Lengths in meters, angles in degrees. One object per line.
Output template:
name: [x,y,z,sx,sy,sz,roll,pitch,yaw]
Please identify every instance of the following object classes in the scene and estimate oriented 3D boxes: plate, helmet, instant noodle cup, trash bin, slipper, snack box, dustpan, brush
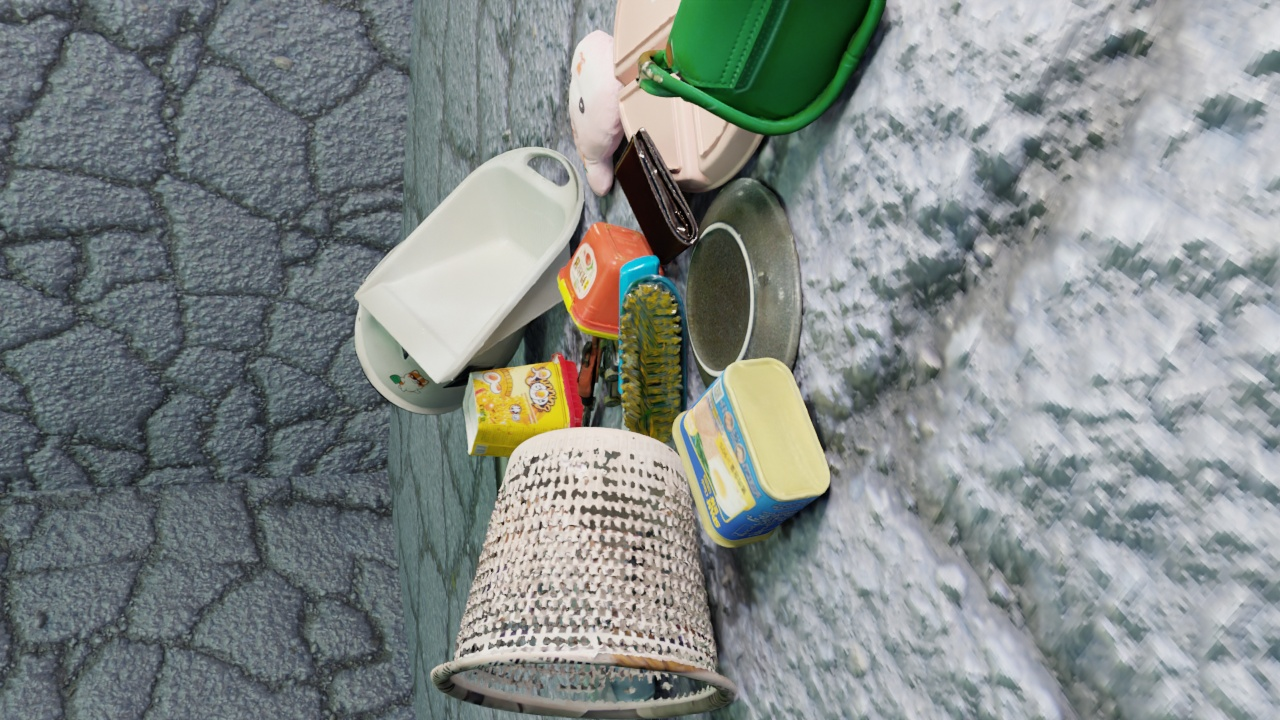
plate: [0.064,-0.043,0.671,0.180,0.024,0.179,179,90,-70]
helmet: [-0.243,-0.070,1.230,0.157,0.230,0.273,-24,34,43]
instant noodle cup: [-0.140,0.061,1.080,0.116,0.123,0.116,117,146,-53]
trash bin: [-0.039,0.167,0.727,0.228,0.227,0.191,122,154,-56]
slipper: [-0.030,0.243,0.852,0.104,0.074,0.245,80,167,-76]
snack box: [-0.023,-0.073,0.837,0.080,0.082,0.091,-61,34,30]
plate: [0.035,-0.242,0.687,0.230,0.028,0.229,16,108,60]
dustpan: [-0.187,-0.135,1.064,0.223,0.257,0.143,38,146,38]
brush: [0.012,-0.003,0.768,0.073,0.055,0.144,-67,-24,-70]

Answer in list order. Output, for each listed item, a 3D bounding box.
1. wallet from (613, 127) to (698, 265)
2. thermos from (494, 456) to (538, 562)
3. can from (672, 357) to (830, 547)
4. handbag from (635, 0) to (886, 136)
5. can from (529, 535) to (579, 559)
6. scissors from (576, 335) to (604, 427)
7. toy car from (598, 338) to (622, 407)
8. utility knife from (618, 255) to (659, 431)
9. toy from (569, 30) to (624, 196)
wallet: [0.009,-0.127,0.739,0.096,0.020,0.122,65,171,-2]
thermos: [-0.161,0.143,1.206,0.090,0.068,0.242,14,-108,-74]
can: [0.071,0.060,0.601,0.083,0.057,0.102,-54,48,54]
handbag: [0.067,-0.199,0.521,0.132,0.120,0.067,112,156,-50]
can: [-0.093,0.191,1.055,0.148,0.057,0.057,127,138,-59]
scissors: [-0.056,0.039,0.964,0.204,0.015,0.202,34,-112,-87]
toy car: [-0.021,0.011,0.887,0.091,0.035,0.042,102,162,-58]
utility knife: [-0.005,0.005,0.830,0.018,0.034,0.217,-113,21,-54]
toy: [-0.042,-0.244,0.913,0.160,0.054,0.121,98,160,-44]
